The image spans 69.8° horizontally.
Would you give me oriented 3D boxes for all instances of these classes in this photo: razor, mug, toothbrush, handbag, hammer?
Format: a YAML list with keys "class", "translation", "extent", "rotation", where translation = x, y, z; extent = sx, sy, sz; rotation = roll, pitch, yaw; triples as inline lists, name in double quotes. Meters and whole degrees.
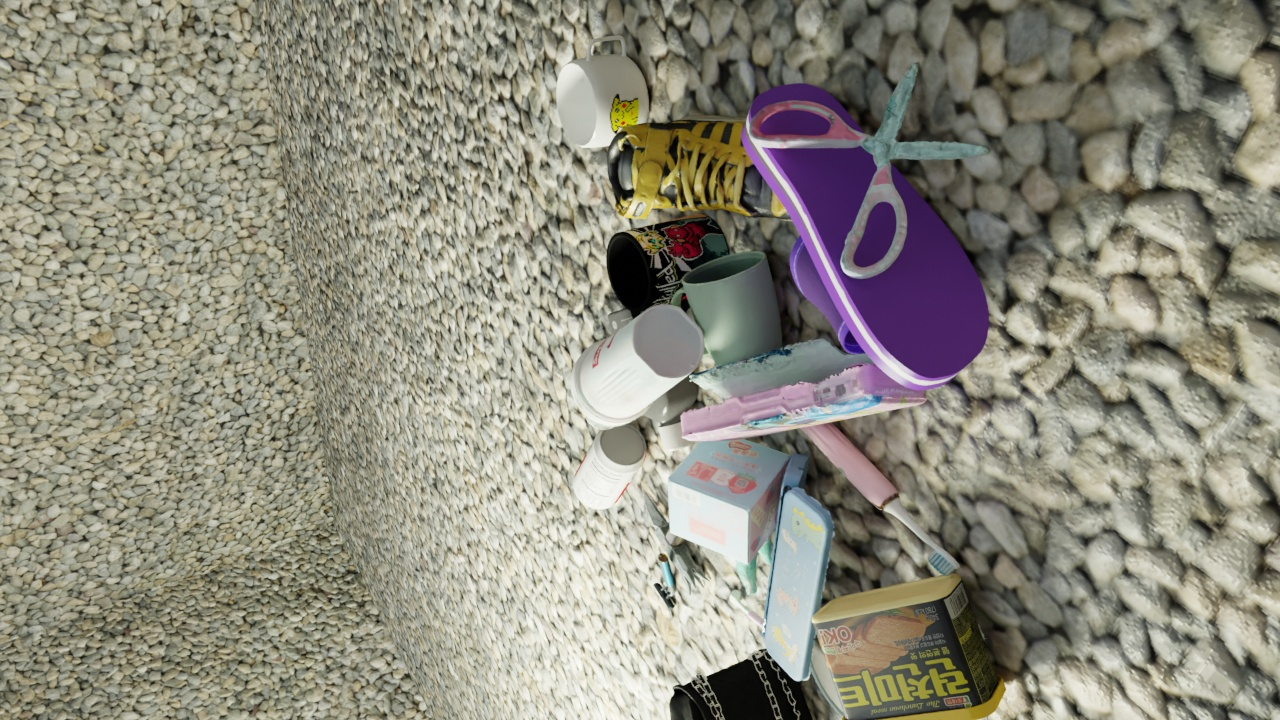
- class: "razor"
  translation: [0.033, 0.281, 1.192]
  extent: [0.042, 0.022, 0.144]
  rotation: [52, 162, 29]
- class: "mug"
  translation: [0.026, -0.086, 0.948]
  extent: [0.082, 0.098, 0.118]
  rotation: [45, 141, 39]
- class: "toothbrush"
  translation: [0.202, 0.105, 0.823]
  extent: [0.222, 0.026, 0.027]
  rotation: [50, -175, 35]
- class: "mug"
  translation: [-0.039, -0.287, 0.980]
  extent: [0.094, 0.068, 0.116]
  rotation: [44, 140, 41]
- class: "handbag"
  translation: [0.117, 0.392, 1.000]
  extent: [0.115, 0.153, 0.125]
  rotation: [-23, 81, 64]
- class: "toothbrush"
  translation: [0.153, 0.307, 1.030]
  extent: [0.155, 0.015, 0.022]
  rotation: [33, 134, 48]
- class: "hammer"
  translation: [0.075, 0.142, 1.060]
  extent: [0.147, 0.028, 0.318]
  rotation: [57, 147, 24]
- class: "mug"
  translation: [0.081, -0.041, 0.884]
  extent: [0.111, 0.083, 0.104]
  rotation: [-3, 114, 38]

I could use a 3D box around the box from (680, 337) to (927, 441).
- class: "box"
  translation: [0.134, 0.023, 0.807]
  extent: [0.231, 0.084, 0.071]
  rotation: [-19, 74, 51]

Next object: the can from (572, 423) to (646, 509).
- class: "can"
  translation: [-0.042, 0.141, 1.216]
  extent: [0.070, 0.070, 0.132]
  rotation: [60, 149, 21]

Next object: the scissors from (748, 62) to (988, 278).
- class: "scissors"
  translation: [0.159, -0.139, 0.661]
  extent: [0.013, 0.171, 0.176]
  rotation: [53, -135, -70]

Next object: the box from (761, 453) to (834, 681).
- class: "box"
  translation: [0.146, 0.203, 0.900]
  extent: [0.124, 0.043, 0.210]
  rotation: [-97, 8, -62]

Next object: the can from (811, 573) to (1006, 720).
- class: "can"
  translation: [0.224, 0.247, 0.778]
  extent: [0.131, 0.072, 0.101]
  rotation: [-22, 83, 31]

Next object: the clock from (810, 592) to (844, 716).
- class: "clock"
  translation: [0.220, 0.303, 0.882]
  extent: [0.159, 0.045, 0.123]
  rotation: [59, 149, 25]

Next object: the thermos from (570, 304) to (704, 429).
- class: "thermos"
  translation: [-0.006, 0.006, 0.944]
  extent: [0.099, 0.099, 0.221]
  rotation: [69, 157, 7]

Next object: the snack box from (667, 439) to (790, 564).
- class: "snack box"
  translation: [0.091, 0.136, 0.930]
  extent: [0.093, 0.094, 0.080]
  rotation: [17, 130, 28]

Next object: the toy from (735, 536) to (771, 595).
- class: "toy"
  translation: [0.118, 0.198, 0.994]
  extent: [0.105, 0.033, 0.085]
  rotation: [98, 162, -55]

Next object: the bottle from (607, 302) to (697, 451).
- class: "bottle"
  translation: [0.022, 0.018, 1.065]
  extent: [0.084, 0.046, 0.174]
  rotation: [-12, 95, 61]

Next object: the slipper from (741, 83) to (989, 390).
- class: "slipper"
  translation: [0.162, -0.087, 0.714]
  extent: [0.266, 0.107, 0.084]
  rotation: [61, 159, 20]

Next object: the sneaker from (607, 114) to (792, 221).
- class: "sneaker"
  translation: [0.056, -0.169, 0.828]
  extent: [0.239, 0.121, 0.086]
  rotation: [30, 131, 52]
